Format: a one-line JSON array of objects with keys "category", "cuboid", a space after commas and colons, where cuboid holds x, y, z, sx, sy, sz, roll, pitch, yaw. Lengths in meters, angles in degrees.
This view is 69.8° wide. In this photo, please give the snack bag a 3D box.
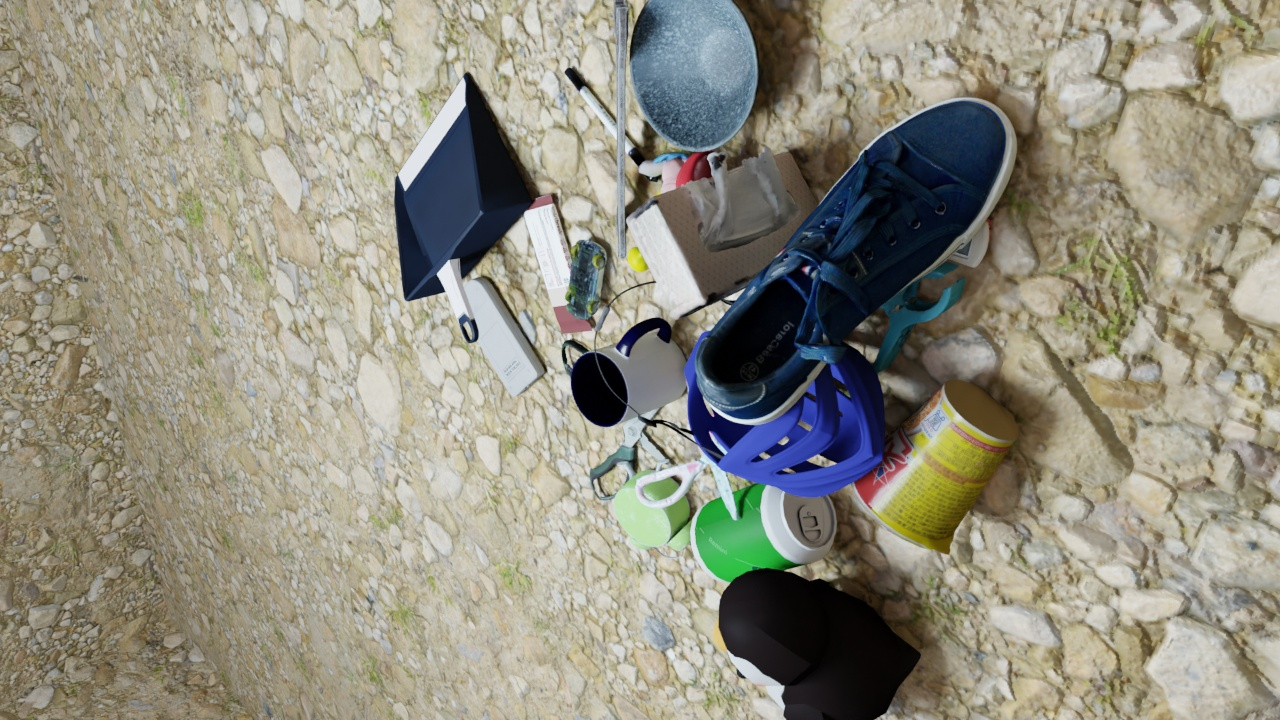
[{"category": "snack bag", "cuboid": [-0.094, -0.106, 1.038, 0.057, 0.013, 0.158, -5, 107, 47]}]

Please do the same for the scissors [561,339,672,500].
[{"category": "scissors", "cuboid": [-0.042, 0.070, 1.075, 0.205, 0.015, 0.202, 53, 136, 12]}]

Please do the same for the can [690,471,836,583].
[{"category": "can", "cuboid": [0.119, 0.167, 0.905, 0.140, 0.087, 0.088, -32, 86, 49]}]

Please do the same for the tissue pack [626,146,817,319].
[{"category": "tissue pack", "cuboid": [0.079, -0.111, 0.731, 0.071, 0.180, 0.104, -25, 90, 52]}]

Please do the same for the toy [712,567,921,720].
[{"category": "toy", "cuboid": [0.152, 0.255, 0.842, 0.140, 0.158, 0.184, -27, 130, 34]}]

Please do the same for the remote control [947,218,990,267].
[{"category": "remote control", "cuboid": [0.213, -0.109, 0.720, 0.126, 0.018, 0.038, 26, 127, 33]}]

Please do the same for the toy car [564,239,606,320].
[{"category": "toy car", "cuboid": [-0.057, -0.088, 0.998, 0.039, 0.027, 0.090, 25, 119, 29]}]

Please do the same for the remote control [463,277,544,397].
[{"category": "remote control", "cuboid": [-0.178, -0.032, 1.157, 0.151, 0.019, 0.074, 58, 139, 5]}]

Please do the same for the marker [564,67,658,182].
[{"category": "marker", "cuboid": [-0.029, -0.233, 0.908, 0.152, 0.011, 0.011, 53, 138, 12]}]

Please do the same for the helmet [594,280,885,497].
[{"category": "helmet", "cuboid": [0.079, 0.018, 0.773, 0.148, 0.227, 0.241, -64, 29, 6]}]

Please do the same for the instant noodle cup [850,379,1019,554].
[{"category": "instant noodle cup", "cuboid": [0.240, 0.077, 0.739, 0.100, 0.100, 0.113, 42, 126, 22]}]

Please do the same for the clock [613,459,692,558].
[{"category": "clock", "cuboid": [0.015, 0.174, 1.042, 0.095, 0.042, 0.119, -10, 110, 44]}]

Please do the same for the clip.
[{"category": "clip", "cuboid": [0.215, -0.038, 0.740, 0.097, 0.026, 0.116, 58, 146, 2]}]

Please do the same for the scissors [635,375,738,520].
[{"category": "scissors", "cuboid": [0.057, 0.090, 0.915, 0.177, 0.013, 0.170, -35, 56, 26]}]

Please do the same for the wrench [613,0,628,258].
[{"category": "wrench", "cuboid": [-0.018, -0.214, 0.855, 0.070, 0.010, 0.274, -97, 6, -48]}]

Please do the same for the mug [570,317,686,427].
[{"category": "mug", "cuboid": [-0.006, 0.005, 0.938, 0.078, 0.096, 0.112, 39, 125, 26]}]

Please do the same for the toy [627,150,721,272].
[{"category": "toy", "cuboid": [0.035, -0.132, 0.840, 0.124, 0.096, 0.131, 56, 166, -6]}]

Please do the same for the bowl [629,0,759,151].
[{"category": "bowl", "cuboid": [0.059, -0.250, 0.774, 0.137, 0.057, 0.137, 23, 125, 37]}]

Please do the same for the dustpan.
[{"category": "dustpan", "cuboid": [-0.226, -0.152, 1.084, 0.237, 0.080, 0.273, -34, 81, 49]}]

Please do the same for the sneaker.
[{"category": "sneaker", "cuboid": [0.145, -0.074, 0.637, 0.295, 0.127, 0.120, -47, 68, 6]}]
